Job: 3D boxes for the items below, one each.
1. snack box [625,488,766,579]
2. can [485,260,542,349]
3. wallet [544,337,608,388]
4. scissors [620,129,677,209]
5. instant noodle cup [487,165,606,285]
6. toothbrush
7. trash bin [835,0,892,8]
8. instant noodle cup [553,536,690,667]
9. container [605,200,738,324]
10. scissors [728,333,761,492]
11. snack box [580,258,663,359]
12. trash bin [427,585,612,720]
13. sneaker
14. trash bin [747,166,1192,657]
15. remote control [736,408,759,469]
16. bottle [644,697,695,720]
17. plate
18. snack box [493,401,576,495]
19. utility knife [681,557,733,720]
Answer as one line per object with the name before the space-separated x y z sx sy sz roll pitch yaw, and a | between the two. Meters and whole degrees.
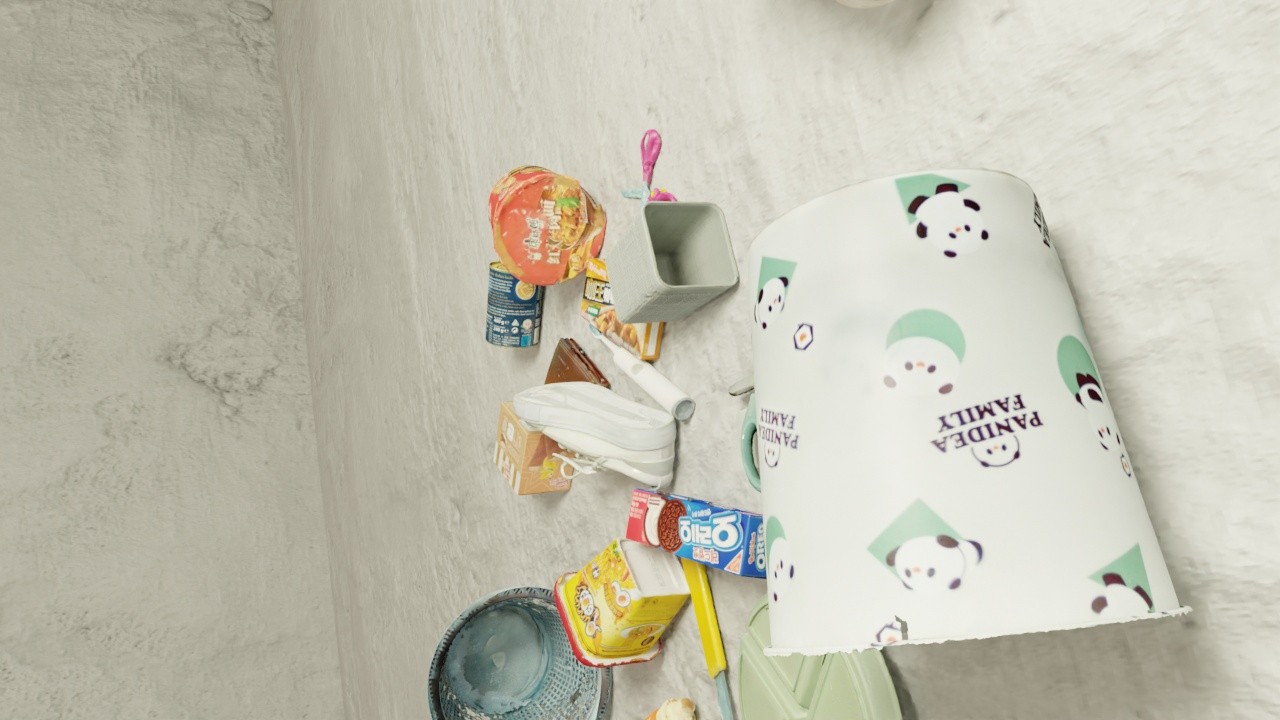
snack box | 0.062 0.164 0.891 0.208 0.057 0.058 -1 77 59
can | -0.175 -0.077 1.272 0.075 0.075 0.111 32 120 55
wallet | -0.083 0.040 1.169 0.124 0.032 0.101 47 129 46
scissors | 0.007 -0.190 1.009 0.133 0.017 0.136 23 116 61
instant noodle cup | -0.126 -0.173 1.130 0.108 0.137 0.138 -129 45 -57
toothbrush | -0.006 0.006 1.038 0.221 0.026 0.026 41 169 51
trash bin | 0.126 -0.354 0.618 0.192 0.226 0.228 53 137 26
instant noodle cup | -0.015 0.258 1.004 0.124 0.116 0.116 -53 47 32
container | 0.025 -0.092 0.916 0.115 0.090 0.090 -39 59 58
scissors | 0.126 0.024 0.783 0.170 0.019 0.174 -47 35 47
snack box | -0.021 -0.062 1.057 0.154 0.026 0.075 37 123 53
trash bin | -0.170 0.401 1.202 0.195 0.226 0.226 158 107 -72
sneaker | -0.052 0.088 1.055 0.243 0.089 0.091 14 117 43
trash bin | 0.171 0.038 0.556 0.230 0.229 0.251 -32 60 56
remote control | 0.134 0.057 0.806 0.150 0.021 0.058 -31 66 57
bottle | 0.020 0.416 1.003 0.150 0.066 0.066 -61 42 32
plate | 0.143 0.303 0.784 0.230 0.027 0.230 177 90 -67
snack box | -0.140 0.114 1.228 0.093 0.077 0.094 41 126 51
utility knife | 0.072 0.285 0.938 0.033 0.015 0.230 -39 57 54
